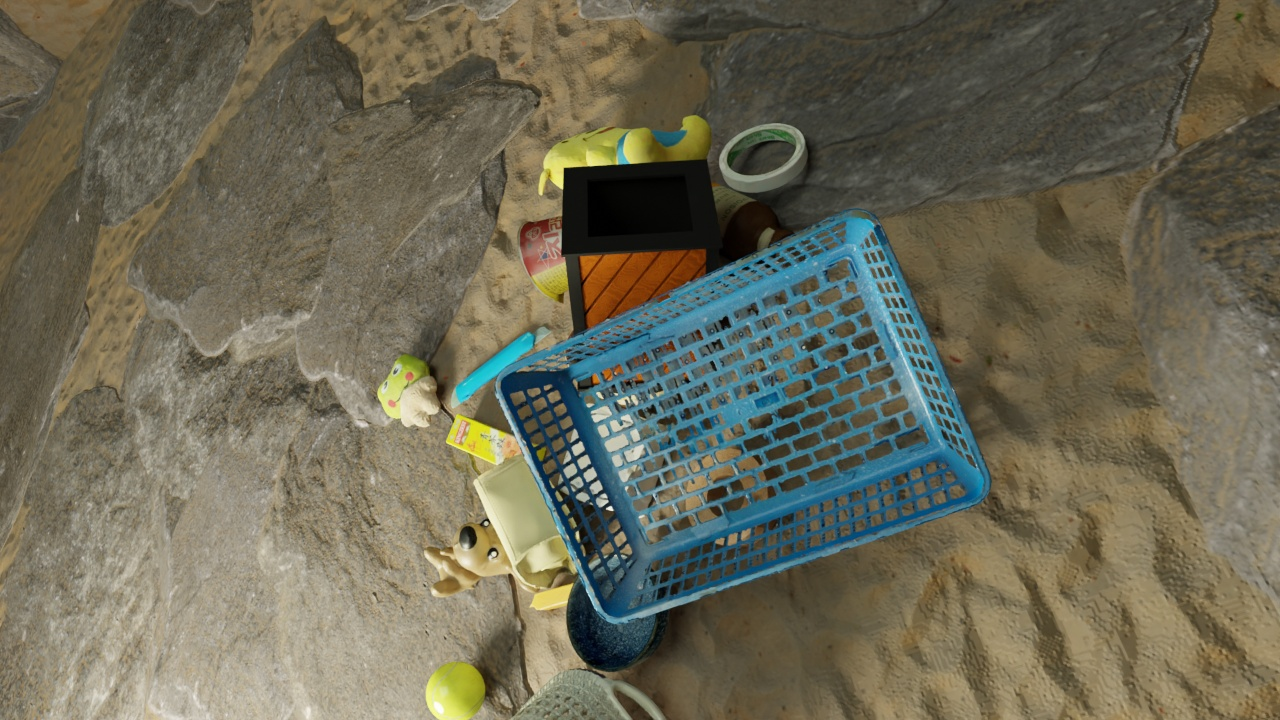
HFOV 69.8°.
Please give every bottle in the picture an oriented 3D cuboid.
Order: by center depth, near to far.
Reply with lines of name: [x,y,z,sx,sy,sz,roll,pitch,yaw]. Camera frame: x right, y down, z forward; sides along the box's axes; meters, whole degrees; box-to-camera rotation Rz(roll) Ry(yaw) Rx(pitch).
bottle: [0.104,-0.138,0.962,0.157,0.067,0.068,33,96,41]

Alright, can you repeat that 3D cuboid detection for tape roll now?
tape roll: [0.091,0.135,0.901,0.094,0.027,0.094,-14,66,34]
tape roll: [0.131,-0.216,0.978,0.094,0.018,0.093,-14,47,15]

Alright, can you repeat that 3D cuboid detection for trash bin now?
trash bin: [0.001,-0.081,0.899,0.140,0.172,0.139,-3,44,0]

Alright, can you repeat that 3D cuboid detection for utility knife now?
utility knife: [-0.181,0.006,1.173,0.175,0.015,0.031,-35,58,22]

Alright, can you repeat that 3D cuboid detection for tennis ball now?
tennis ball: [-0.207,0.372,1.028,0.065,0.065,0.065,-14,66,34]

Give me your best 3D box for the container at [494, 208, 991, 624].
container: [0.083,0.053,0.806,0.363,0.089,0.257,-23,93,18]

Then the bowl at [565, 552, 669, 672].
bowl: [-0.013,0.254,0.920,0.115,0.060,0.114,-15,64,32]

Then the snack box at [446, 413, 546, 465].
snack box: [-0.179,0.104,1.126,0.148,0.029,0.040,16,84,41]

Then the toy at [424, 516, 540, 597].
toy: [-0.185,0.225,1.050,0.108,0.105,0.134,-32,52,13]

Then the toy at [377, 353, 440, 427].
toy: [-0.310,0.047,1.242,0.118,0.043,0.092,41,100,38]

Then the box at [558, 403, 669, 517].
box: [-0.039,0.103,0.974,0.103,0.095,0.107,13,85,42]

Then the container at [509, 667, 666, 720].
container: [-0.091,0.420,0.851,0.185,0.143,0.252,46,111,22]

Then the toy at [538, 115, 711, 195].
toy: [-0.024,-0.228,1.059,0.214,0.148,0.084,4,110,44]

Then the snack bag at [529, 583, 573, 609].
snack bag: [-0.079,0.254,0.995,0.099,0.026,0.020,-23,66,32]

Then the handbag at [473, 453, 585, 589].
handbag: [-0.116,0.174,1.000,0.081,0.111,0.119,-29,57,-6]

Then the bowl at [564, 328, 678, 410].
bowl: [-0.006,0.006,0.981,0.145,0.063,0.145,-3,44,2]

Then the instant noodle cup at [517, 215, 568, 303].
instant noodle cup: [-0.074,-0.137,1.091,0.113,0.100,0.100,-18,63,25]
